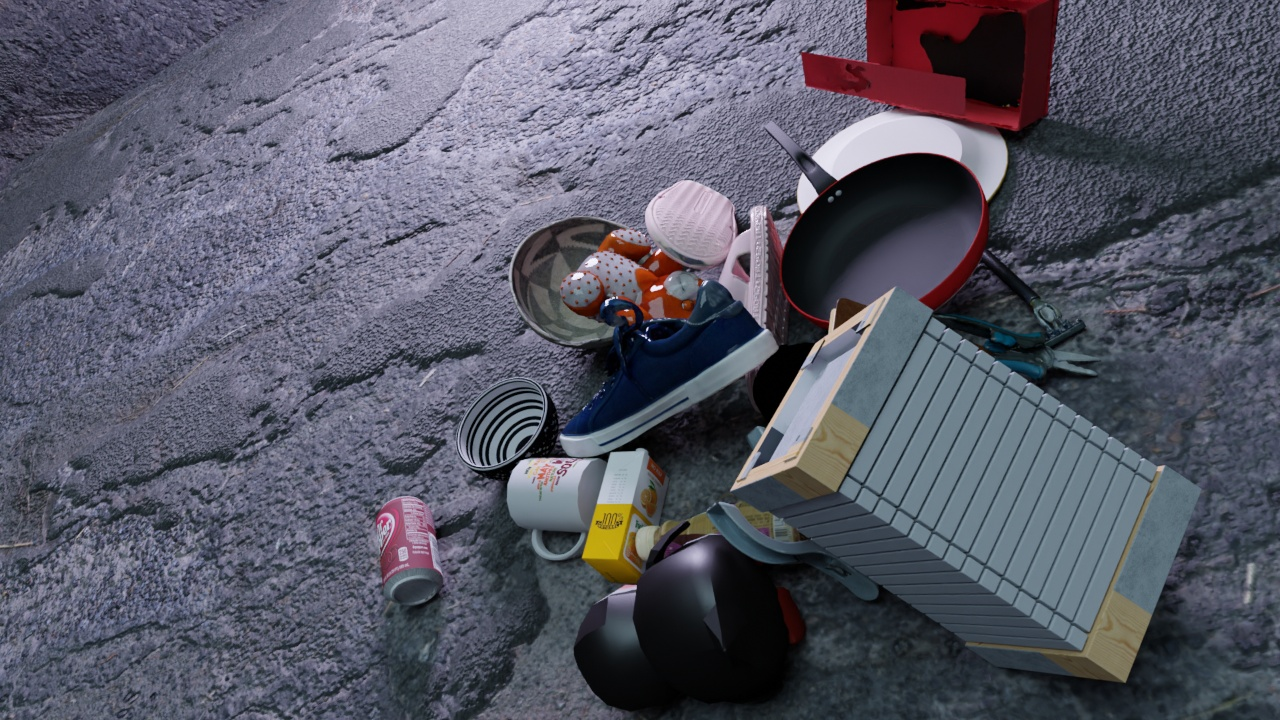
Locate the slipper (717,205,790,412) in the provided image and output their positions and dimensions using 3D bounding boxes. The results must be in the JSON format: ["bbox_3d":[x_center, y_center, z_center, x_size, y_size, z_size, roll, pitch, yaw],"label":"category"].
[{"bbox_3d":[0.116,-0.052,0.968,0.064,0.094,0.238,-9,57,22],"label":"slipper"}]

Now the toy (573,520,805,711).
[{"bbox_3d":[0.022,0.234,0.767,0.184,0.159,0.139,-30,1,25],"label":"toy"}]

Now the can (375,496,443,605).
[{"bbox_3d":[-0.258,0.211,1.020,0.063,0.063,0.114,-32,45,7],"label":"can"}]

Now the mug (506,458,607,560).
[{"bbox_3d":[-0.082,0.154,0.952,0.090,0.073,0.105,-3,80,31],"label":"mug"}]

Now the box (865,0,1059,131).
[{"bbox_3d":[0.313,-0.395,0.956,0.121,0.318,0.211,-49,46,-11],"label":"box"}]

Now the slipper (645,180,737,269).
[{"bbox_3d":[0.060,-0.158,1.059,0.221,0.107,0.056,-67,3,-61],"label":"slipper"}]

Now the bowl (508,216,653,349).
[{"bbox_3d":[-0.067,-0.081,1.100,0.178,0.081,0.178,2,63,-4],"label":"bowl"}]

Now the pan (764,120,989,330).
[{"bbox_3d":[0.216,-0.158,0.961,0.209,0.067,0.355,-38,40,11],"label":"pan"}]

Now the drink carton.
[{"bbox_3d":[-0.012,0.152,0.910,0.040,0.058,0.122,-5,53,30],"label":"drink carton"}]

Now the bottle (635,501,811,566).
[{"bbox_3d":[0.074,0.162,0.845,0.166,0.059,0.059,-11,51,26],"label":"bottle"}]

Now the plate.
[{"bbox_3d":[0.286,-0.215,1.022,0.230,0.021,0.229,-15,47,16],"label":"plate"}]

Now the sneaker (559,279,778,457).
[{"bbox_3d":[-0.005,0.005,0.913,0.296,0.127,0.120,-35,-1,44],"label":"sneaker"}]

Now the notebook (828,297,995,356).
[{"bbox_3d":[0.229,0.065,0.778,0.167,0.024,0.224,18,58,-6],"label":"notebook"}]

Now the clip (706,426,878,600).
[{"bbox_3d":[0.118,0.147,0.750,0.174,0.030,0.158,49,47,10],"label":"clip"}]

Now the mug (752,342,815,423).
[{"bbox_3d":[0.157,0.032,0.871,0.085,0.094,0.121,-29,45,9],"label":"mug"}]

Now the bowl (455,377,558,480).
[{"bbox_3d":[-0.141,0.087,1.040,0.120,0.066,0.120,-18,48,21],"label":"bowl"}]

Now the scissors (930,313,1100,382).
[{"bbox_3d":[0.321,-0.011,0.807,0.122,0.019,0.148,-36,65,-20],"label":"scissors"}]

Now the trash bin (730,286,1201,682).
[{"bbox_3d":[0.220,0.092,0.652,0.247,0.143,0.142,33,72,-1],"label":"trash bin"}]

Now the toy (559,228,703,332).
[{"bbox_3d":[0.011,-0.069,0.997,0.172,0.093,0.163,27,36,6],"label":"toy"}]

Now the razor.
[{"bbox_3d":[0.359,-0.069,0.872,0.043,0.022,0.144,-31,44,6],"label":"razor"}]
